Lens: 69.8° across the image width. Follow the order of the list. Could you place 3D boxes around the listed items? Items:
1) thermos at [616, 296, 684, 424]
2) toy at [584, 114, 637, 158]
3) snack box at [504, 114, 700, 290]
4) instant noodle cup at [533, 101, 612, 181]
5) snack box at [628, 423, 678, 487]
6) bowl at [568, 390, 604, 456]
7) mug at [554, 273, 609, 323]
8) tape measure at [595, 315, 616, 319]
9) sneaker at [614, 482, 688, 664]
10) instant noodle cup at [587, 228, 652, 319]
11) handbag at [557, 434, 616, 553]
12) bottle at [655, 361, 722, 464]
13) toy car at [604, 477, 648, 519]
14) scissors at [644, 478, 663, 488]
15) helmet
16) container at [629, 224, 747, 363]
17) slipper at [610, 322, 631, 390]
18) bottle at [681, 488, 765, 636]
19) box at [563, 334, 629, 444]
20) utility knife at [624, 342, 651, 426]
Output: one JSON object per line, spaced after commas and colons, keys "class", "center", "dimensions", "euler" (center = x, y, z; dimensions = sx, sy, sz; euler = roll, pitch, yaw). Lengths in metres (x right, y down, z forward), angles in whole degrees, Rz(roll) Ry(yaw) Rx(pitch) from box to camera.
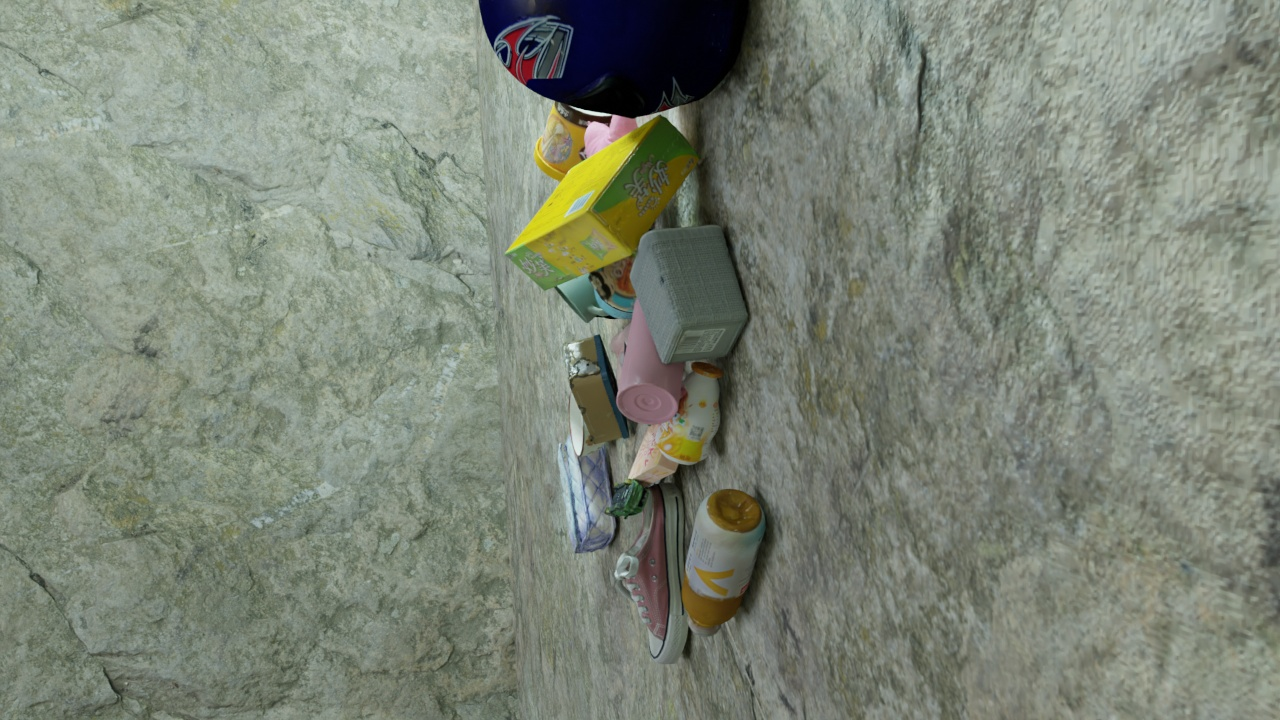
{"class": "thermos", "center": [0.014, -0.032, 1.002], "dimensions": [0.087, 0.067, 0.198], "euler": [45, -141, -34]}
{"class": "toy", "center": [-0.031, -0.242, 1.202], "dimensions": [0.178, 0.074, 0.195], "euler": [63, 154, 25]}
{"class": "snack box", "center": [-0.047, -0.174, 1.044], "dimensions": [0.211, 0.070, 0.157], "euler": [-13, 39, 57]}
{"class": "instant noodle cup", "center": [-0.086, -0.333, 1.332], "dimensions": [0.115, 0.118, 0.118], "euler": [112, 151, -42]}
{"class": "snack box", "center": [0.025, 0.106, 1.127], "dimensions": [0.157, 0.026, 0.084], "euler": [131, 162, -70]}
{"class": "bowl", "center": [-0.079, 0.099, 1.513], "dimensions": [0.113, 0.062, 0.113], "euler": [174, 91, -74]}
{"class": "mug", "center": [-0.054, -0.108, 1.260], "dimensions": [0.112, 0.106, 0.082], "euler": [45, 173, 42]}
{"class": "tape measure", "center": [-0.041, -0.090, 1.326], "dimensions": [0.039, 0.057, 0.057], "euler": [105, 167, -58]}
{"class": "sneaker", "center": [0.009, 0.277, 1.185], "dimensions": [0.118, 0.087, 0.241], "euler": [-154, 62, -73]}
{"class": "instant noodle cup", "center": [-0.017, -0.102, 1.161], "dimensions": [0.120, 0.111, 0.111], "euler": [130, 134, -78]}
{"class": "handbag", "center": [-0.096, 0.225, 1.588], "dimensions": [0.134, 0.075, 0.193], "euler": [113, 150, -60]}
{"class": "bottle", "center": [0.057, 0.056, 0.998], "dimensions": [0.063, 0.063, 0.108], "euler": [-124, 48, -62]}
{"class": "toy car", "center": [-0.018, 0.177, 1.165], "dimensions": [0.091, 0.036, 0.043], "euler": [-33, 35, 67]}
{"class": "scissors", "center": [0.017, 0.179, 1.273], "dimensions": [0.181, 0.014, 0.159], "euler": [133, 131, -69]}
{"class": "helmet", "center": [-0.042, -0.364, 0.910], "dimensions": [0.316, 0.240, 0.247], "euler": [177, 91, -76]}
{"class": "container", "center": [0.051, -0.065, 0.941], "dimensions": [0.090, 0.090, 0.114], "euler": [109, 149, -57]}
{"class": "slipper", "center": [-0.007, 0.007, 1.233], "dimensions": [0.275, 0.054, 0.114], "euler": [137, 127, -74]}
{"class": "bottle", "center": [0.080, 0.214, 0.942], "dimensions": [0.068, 0.068, 0.190], "euler": [-111, 22, -47]}
{"class": "box", "center": [-0.062, 0.049, 1.348], "dimensions": [0.184, 0.060, 0.089], "euler": [69, -173, -52]}
{"class": "utility knife", "center": [-0.003, 0.032, 1.094], "dimensions": [0.217, 0.013, 0.029], "euler": [73, -160, -62]}
